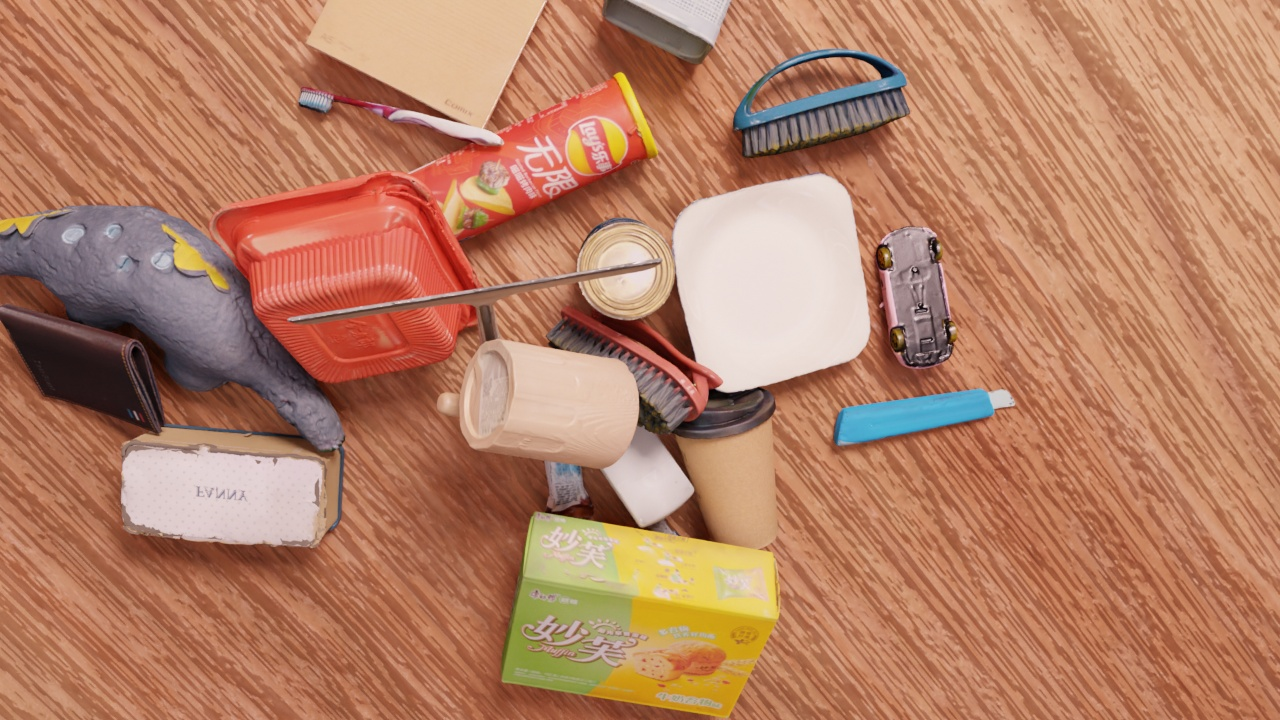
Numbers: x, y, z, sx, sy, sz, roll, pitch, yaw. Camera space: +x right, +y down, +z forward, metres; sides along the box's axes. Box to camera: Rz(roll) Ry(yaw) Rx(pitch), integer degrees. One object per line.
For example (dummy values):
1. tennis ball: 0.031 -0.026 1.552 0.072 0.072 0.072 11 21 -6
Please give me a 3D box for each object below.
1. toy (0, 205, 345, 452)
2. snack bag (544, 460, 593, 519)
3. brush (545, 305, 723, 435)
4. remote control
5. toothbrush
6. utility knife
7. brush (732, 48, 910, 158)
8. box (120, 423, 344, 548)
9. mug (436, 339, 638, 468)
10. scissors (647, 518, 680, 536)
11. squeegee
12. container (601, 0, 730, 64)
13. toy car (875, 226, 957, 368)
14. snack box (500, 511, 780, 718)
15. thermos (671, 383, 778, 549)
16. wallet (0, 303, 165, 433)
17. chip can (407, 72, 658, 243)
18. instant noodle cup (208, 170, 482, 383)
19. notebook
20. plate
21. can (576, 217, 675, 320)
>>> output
1. toy: -0.383 -0.047 0.735 0.356 0.091 0.138 29 110 -5
2. snack bag: -0.067 0.092 0.804 0.045 0.026 0.105 -10 101 -19
3. brush: -0.004 0.004 0.741 0.069 0.146 0.063 -42 143 -27
4. remote control: -0.013 0.074 0.776 0.056 0.019 0.135 -33 75 -13
5. toothbrush: -0.192 -0.189 0.721 0.188 0.016 0.017 17 85 16
6. utility knife: 0.253 0.047 0.815 0.166 0.018 0.034 -9 104 -3
7. brush: 0.144 -0.212 0.743 0.144 0.055 0.073 -15 101 1
8. box: -0.339 0.107 0.781 0.184 0.059 0.090 7 101 -6
9. mug: -0.079 0.033 0.678 0.103 0.125 0.084 12 77 -37
10. scissors: 0.012 0.162 0.829 0.169 0.012 0.147 34 97 -7
11. squeegee: -0.113 0.001 0.713 0.246 0.247 0.039 -10 60 -8
12. container: 0.035 -0.305 0.706 0.090 0.090 0.111 25 95 -7
13. toy car: 0.235 -0.054 0.788 0.056 0.037 0.122 -8 88 -4
14. snack box: -0.004 0.219 0.777 0.210 0.069 0.158 11 129 -5
15. thermos: 0.076 0.088 0.783 0.093 0.093 0.143 -12 109 -1
16. wallet: -0.449 0.007 0.743 0.122 0.020 0.096 15 130 11
17. chip can: -0.097 -0.154 0.735 0.216 0.073 0.073 -23 100 2
18. instant noodle cup: -0.212 -0.051 0.694 0.164 0.079 0.189 -12 146 5
19. notebook: -0.146 -0.304 0.716 0.149 0.012 0.211 26 87 -5
20. plate: 0.106 -0.064 0.767 0.164 0.034 0.163 -14 101 -14
21. can: -0.013 -0.075 0.733 0.075 0.111 0.075 0 100 -3
